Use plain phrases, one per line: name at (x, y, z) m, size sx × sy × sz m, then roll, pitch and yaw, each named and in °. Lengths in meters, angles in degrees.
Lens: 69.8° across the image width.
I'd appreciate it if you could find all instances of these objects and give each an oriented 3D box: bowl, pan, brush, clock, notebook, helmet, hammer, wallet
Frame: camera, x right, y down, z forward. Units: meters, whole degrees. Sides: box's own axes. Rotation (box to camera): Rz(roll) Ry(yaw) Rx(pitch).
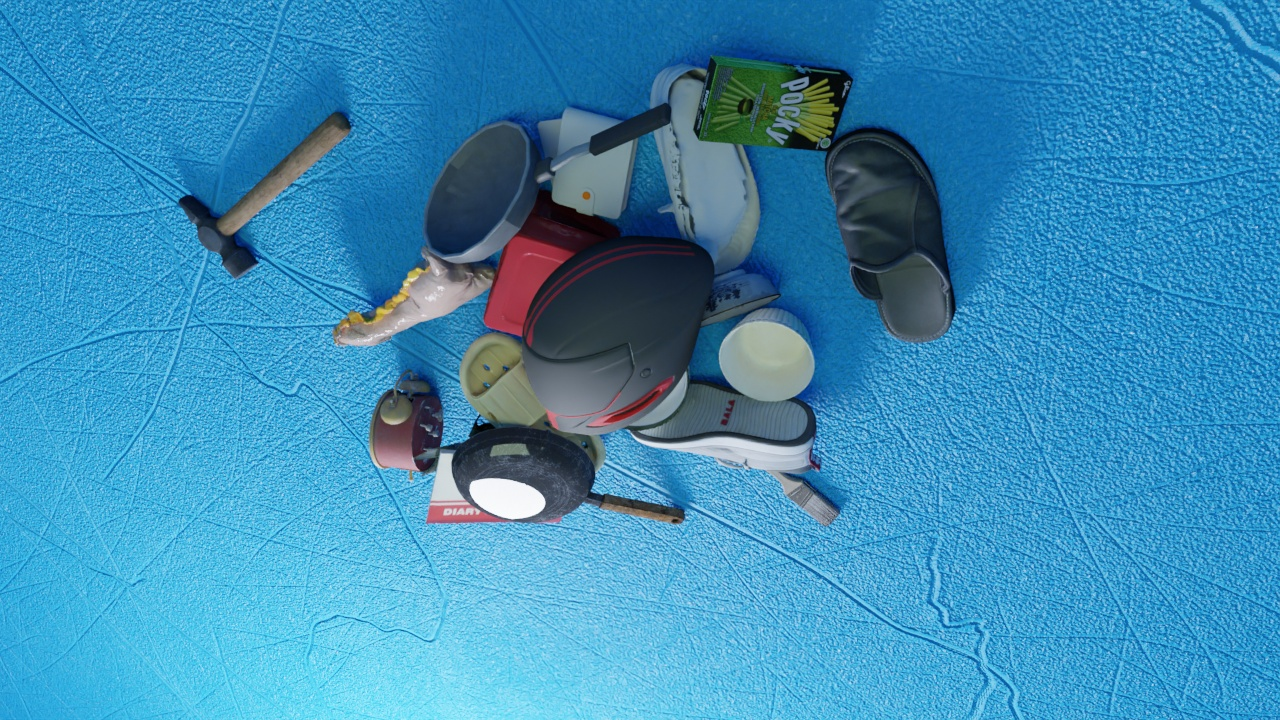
bowl at (0.104, -0.077, 1.082) m, size 0.114 × 0.114 × 0.045 m, roll -22°, pitch 86°, yaw 30°
bowl at (-0.007, 0.007, 1.180) m, size 0.153 × 0.072 × 0.154 m, roll 6°, pitch 117°, yaw 12°
pan at (-0.094, 0.191, 1.302) m, size 0.356 × 0.040 × 0.208 m, roll 18°, pitch 134°, yaw -15°
pan at (-0.109, -0.207, 1.010) m, size 0.358 × 0.178 × 0.041 m, roll -14°, pitch 150°, yaw 37°
brush at (0.214, 0.177, 1.267) m, size 0.151 × 0.012 × 0.039 m, roll 40°, pitch 126°, yaw -9°
clock at (-0.331, 0.090, 1.331) m, size 0.081 × 0.116 × 0.159 m, roll 6°, pitch 119°, yaw 11°
bowl at (0.158, -0.014, 1.123) m, size 0.115 × 0.062 × 0.115 m, roll 9°, pitch 126°, yaw 13°
notebook at (-0.201, 0.189, 1.353) m, size 0.208 × 0.012 × 0.153 m, roll 3°, pitch 129°, yaw -21°
helmet at (-0.033, -0.041, 1.016) m, size 0.265 × 0.164 × 0.170 m, roll -34°, pitch 134°, yaw 8°
hammer at (-0.488, -0.232, 1.212) m, size 0.323 × 0.040 × 0.129 m, roll -28°, pitch 107°, yaw 31°
wallet at (-0.067, -0.231, 1.067) m, size 0.115 × 0.037 × 0.119 m, roll 17°, pitch 123°, yaw 7°

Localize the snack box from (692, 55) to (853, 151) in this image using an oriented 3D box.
snack box at (0.135, -0.262, 0.941) m, size 0.147 × 0.025 × 0.080 m, roll 1°, pitch 129°, yaw -16°

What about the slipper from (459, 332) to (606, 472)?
slipper at (-0.146, 0.080, 1.262) m, size 0.111 × 0.079 × 0.261 m, roll -40°, pitch 111°, yaw 7°

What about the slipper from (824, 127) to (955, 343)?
slipper at (0.276, -0.120, 0.998) m, size 0.109 × 0.083 × 0.266 m, roll -11°, pitch 117°, yaw 28°

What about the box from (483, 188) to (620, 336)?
box at (-0.112, -0.104, 1.126) m, size 0.134 × 0.112 × 0.158 m, roll 23°, pitch 128°, yaw -3°

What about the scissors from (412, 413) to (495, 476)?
scissors at (-0.228, 0.101, 1.303) m, size 0.209 × 0.015 × 0.142 m, roll -9°, pitch 121°, yaw -18°

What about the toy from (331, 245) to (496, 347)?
toy at (-0.319, -0.079, 1.200) m, size 0.265 × 0.196 × 0.065 m, roll -19°, pitch 74°, yaw 20°

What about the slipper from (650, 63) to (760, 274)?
slipper at (0.066, -0.206, 1.016) m, size 0.112 × 0.074 × 0.247 m, roll -18°, pitch 122°, yaw 2°

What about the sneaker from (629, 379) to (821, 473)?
sneaker at (0.114, 0.099, 1.209) m, size 0.263 × 0.096 × 0.129 m, roll 3°, pitch 148°, yaw 28°
